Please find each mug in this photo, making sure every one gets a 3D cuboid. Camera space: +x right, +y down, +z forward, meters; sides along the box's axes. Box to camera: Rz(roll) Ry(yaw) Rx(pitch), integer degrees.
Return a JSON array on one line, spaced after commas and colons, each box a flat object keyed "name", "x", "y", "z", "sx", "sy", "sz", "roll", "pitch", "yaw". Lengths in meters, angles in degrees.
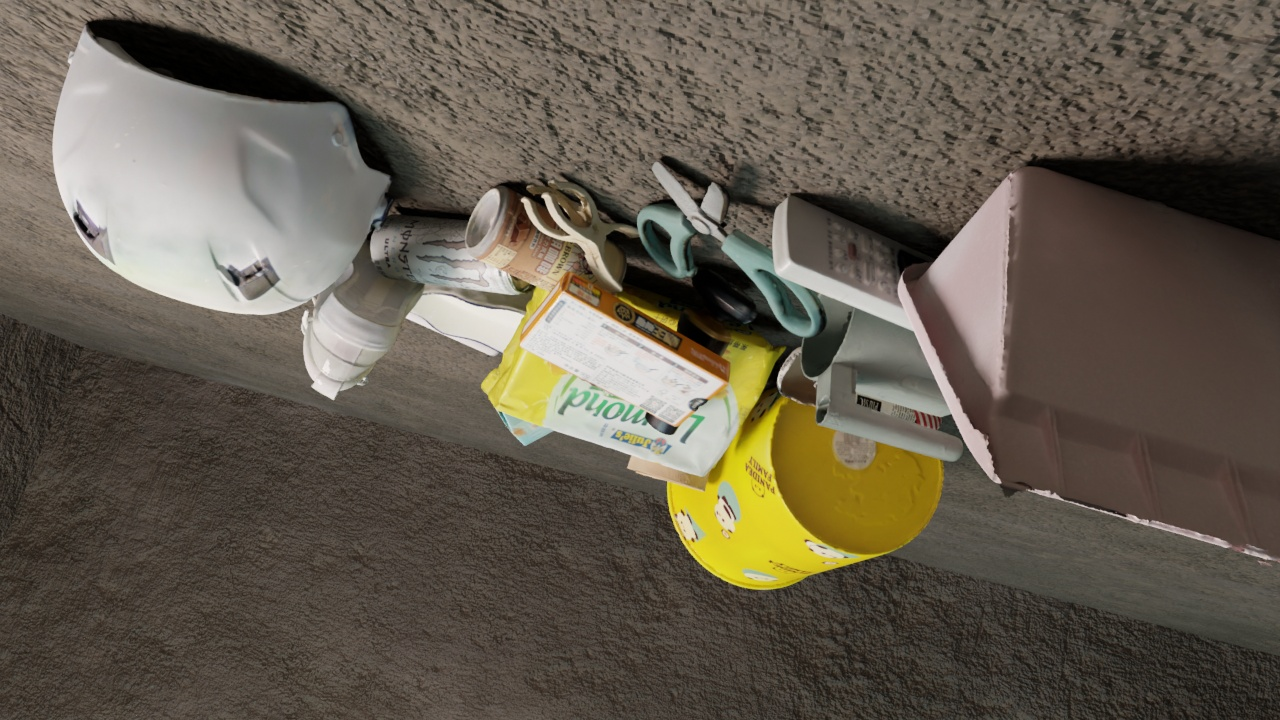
[{"name": "mug", "x": 0.035, "y": 0.076, "z": 0.974, "sx": 0.084, "sy": 0.103, "sz": 0.125, "roll": 19, "pitch": 172, "yaw": -15}, {"name": "mug", "x": 0.173, "y": 0.005, "z": 0.631, "sx": 0.103, "sy": 0.123, "sz": 0.084, "roll": 17, "pitch": 147, "yaw": -10}]

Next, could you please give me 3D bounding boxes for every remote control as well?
[{"name": "remote control", "x": 0.151, "y": -0.056, "z": 0.583, "sx": 0.150, "sy": 0.058, "sz": 0.021, "roll": 19, "pitch": 144, "yaw": -19}]

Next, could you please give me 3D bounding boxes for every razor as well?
[{"name": "razor", "x": 0.046, "y": -0.001, "z": 0.776, "sx": 0.062, "sy": 0.168, "sz": 0.067, "roll": 37, "pitch": -142, "yaw": 18}]

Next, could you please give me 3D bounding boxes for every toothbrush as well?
[{"name": "toothbrush", "x": -0.261, "y": -0.055, "z": 1.121, "sx": 0.221, "sy": 0.027, "sz": 0.026, "roll": 27, "pitch": -164, "yaw": -42}]

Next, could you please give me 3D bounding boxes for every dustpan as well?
[{"name": "dustpan", "x": 0.243, "y": 0.018, "z": 0.473, "sx": 0.222, "sy": 0.272, "sz": 0.139, "roll": 19, "pitch": 142, "yaw": -3}]

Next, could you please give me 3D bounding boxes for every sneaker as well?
[{"name": "sneaker", "x": -0.254, "y": -0.040, "z": 0.826, "sx": 0.089, "sy": 0.091, "sz": 0.242, "roll": 27, "pitch": -164, "yaw": -19}]

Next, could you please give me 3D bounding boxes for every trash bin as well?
[{"name": "trash bin", "x": 0.173, "y": 0.125, "z": 0.984, "sx": 0.229, "sy": 0.229, "sz": 0.256, "roll": 17, "pitch": 162, "yaw": -10}]

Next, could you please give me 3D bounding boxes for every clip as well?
[{"name": "clip", "x": -0.043, "y": -0.092, "z": 0.668, "sx": 0.034, "sy": 0.066, "sz": 0.099, "roll": 1, "pitch": 150, "yaw": 46}]

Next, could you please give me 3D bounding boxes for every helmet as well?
[{"name": "helmet", "x": -0.313, "y": -0.110, "z": 0.681, "sx": 0.229, "sy": 0.145, "sz": 0.259, "roll": 18, "pitch": 167, "yaw": -11}]

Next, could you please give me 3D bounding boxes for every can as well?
[{"name": "can", "x": -0.072, "y": -0.085, "z": 0.707, "sx": 0.116, "sy": 0.058, "sz": 0.059, "roll": 24, "pitch": 165, "yaw": -33}, {"name": "can", "x": -0.156, "y": -0.091, "z": 0.780, "sx": 0.147, "sy": 0.058, "sz": 0.058, "roll": 9, "pitch": 166, "yaw": 26}]

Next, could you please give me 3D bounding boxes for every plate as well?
[{"name": "plate", "x": -0.151, "y": -0.049, "z": 0.982, "sx": 0.205, "sy": 0.045, "sz": 0.205, "roll": 14, "pitch": 168, "yaw": 3}]

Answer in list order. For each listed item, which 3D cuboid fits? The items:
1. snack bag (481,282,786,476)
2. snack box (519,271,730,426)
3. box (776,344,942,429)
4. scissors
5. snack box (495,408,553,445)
[{"name": "snack bag", "x": -0.005, "y": 0.005, "z": 0.844, "sx": 0.246, "sy": 0.158, "sz": 0.068, "roll": 19, "pitch": -151, "yaw": -14}, {"name": "snack box", "x": -0.012, "y": -0.005, "z": 0.720, "sx": 0.153, "sy": 0.026, "sz": 0.075, "roll": 29, "pitch": 134, "yaw": -18}, {"name": "box", "x": 0.204, "y": 0.027, "z": 0.807, "sx": 0.162, "sy": 0.076, "sz": 0.087, "roll": 17, "pitch": -162, "yaw": -32}, {"name": "scissors", "x": 0.046, "y": -0.076, "z": 0.636, "sx": 0.170, "sy": 0.019, "sz": 0.181, "roll": 43, "pitch": 166, "yaw": -28}, {"name": "snack box", "x": -0.061, "y": 0.021, "z": 0.939, "sx": 0.175, "sy": 0.051, "sz": 0.074, "roll": -28, "pitch": 165, "yaw": -4}]
